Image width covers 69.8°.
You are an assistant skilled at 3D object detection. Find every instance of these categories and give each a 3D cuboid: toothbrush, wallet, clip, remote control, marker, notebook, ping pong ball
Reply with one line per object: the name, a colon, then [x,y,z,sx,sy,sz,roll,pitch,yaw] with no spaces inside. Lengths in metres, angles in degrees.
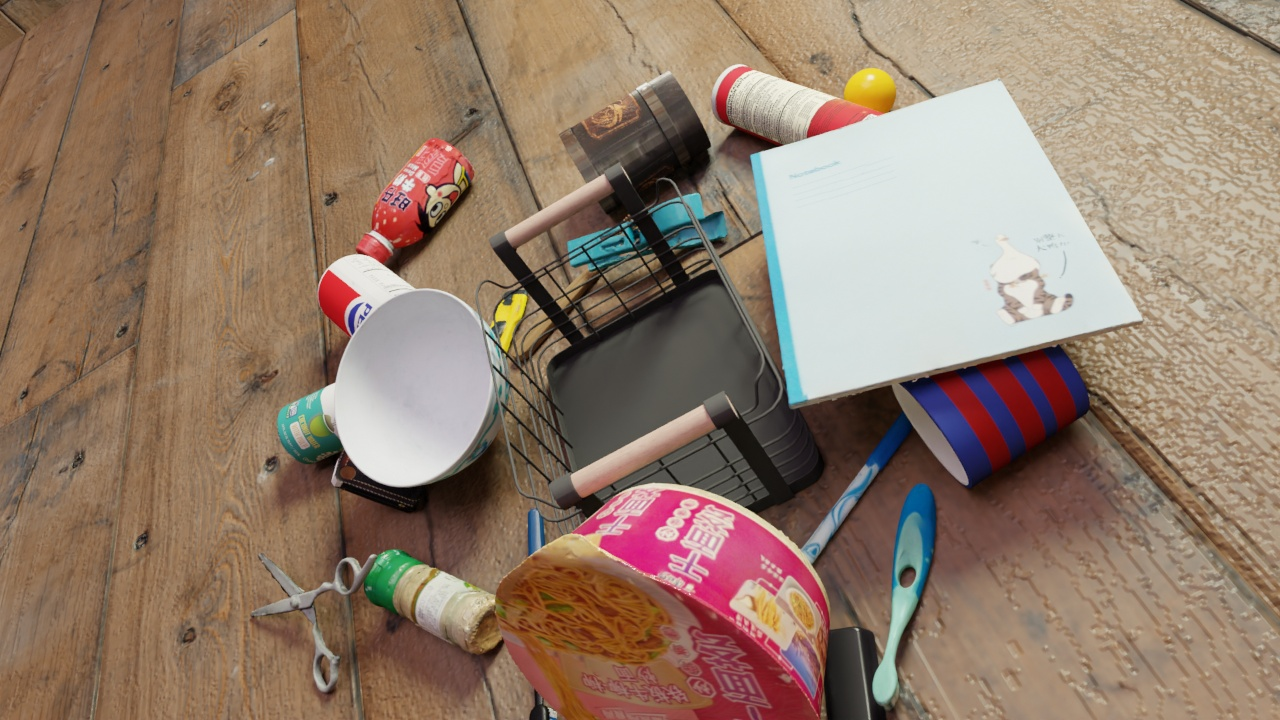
toothbrush: [-0.051,-0.064,0.768,0.016,0.016,0.166,32,76,40]
wallet: [-0.190,0.053,0.728,0.020,0.072,0.122,-44,28,56]
clip: [0.017,-0.098,0.738,0.130,0.121,0.031,-19,81,42]
toothbrush: [0.145,0.126,0.503,0.022,0.017,0.134,-2,48,32]
remote control: [0.111,0.203,0.465,0.032,0.015,0.136,-15,50,20]
marker: [0.133,0.074,0.554,0.013,0.013,0.141,28,74,42]
toothbrush: [-0.066,0.168,0.597,0.014,0.014,0.167,-31,42,22]
notebook: [0.164,-0.084,0.565,0.181,0.009,0.252,-16,42,14]
ping pong ball: [0.181,-0.210,0.724,0.040,0.040,0.040,-16,49,20]

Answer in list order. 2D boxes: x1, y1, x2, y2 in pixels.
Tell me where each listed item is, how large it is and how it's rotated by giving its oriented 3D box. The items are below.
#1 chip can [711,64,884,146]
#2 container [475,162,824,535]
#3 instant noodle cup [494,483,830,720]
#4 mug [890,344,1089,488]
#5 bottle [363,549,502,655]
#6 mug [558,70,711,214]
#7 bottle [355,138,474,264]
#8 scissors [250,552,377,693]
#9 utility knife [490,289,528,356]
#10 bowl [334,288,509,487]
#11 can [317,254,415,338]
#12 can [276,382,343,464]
chip can: [0.143,-0.182,0.718,0.051,0.052,0.215,-46,46,-8]
container: [-0.004,0.004,0.607,0.163,0.130,0.241,-29,46,8]
instant noodle cup: [0.021,0.138,0.473,0.179,0.179,0.077,3,37,32]
mug: [0.187,0.008,0.527,0.076,0.075,0.112,-34,50,3]
bottle: [-0.140,0.163,0.626,0.111,0.043,0.043,12,63,36]
mug: [-0.007,-0.197,0.807,0.107,0.080,0.115,-31,29,5]
bottle: [-0.228,-0.152,0.910,0.062,0.062,0.137,21,70,40]
scissors: [-0.242,0.169,0.674,0.162,0.014,0.141,-53,54,22]
utility knife: [-0.125,0.005,0.761,0.031,0.017,0.164,-10,54,36]
bowl: [-0.149,0.025,0.688,0.144,0.074,0.143,-6,77,26]
can: [-0.232,-0.043,0.821,0.070,0.070,0.132,-48,47,-10]
can: [-0.252,0.046,0.774,0.102,0.055,0.054,-23,47,13]
